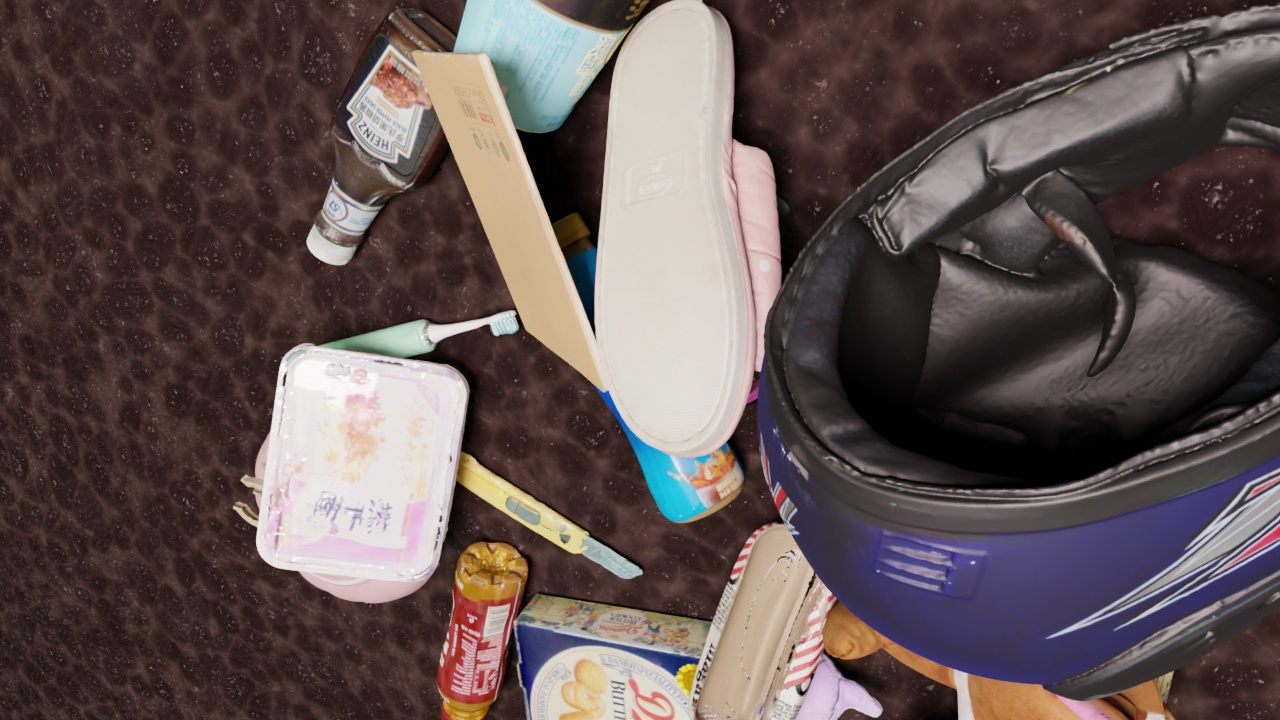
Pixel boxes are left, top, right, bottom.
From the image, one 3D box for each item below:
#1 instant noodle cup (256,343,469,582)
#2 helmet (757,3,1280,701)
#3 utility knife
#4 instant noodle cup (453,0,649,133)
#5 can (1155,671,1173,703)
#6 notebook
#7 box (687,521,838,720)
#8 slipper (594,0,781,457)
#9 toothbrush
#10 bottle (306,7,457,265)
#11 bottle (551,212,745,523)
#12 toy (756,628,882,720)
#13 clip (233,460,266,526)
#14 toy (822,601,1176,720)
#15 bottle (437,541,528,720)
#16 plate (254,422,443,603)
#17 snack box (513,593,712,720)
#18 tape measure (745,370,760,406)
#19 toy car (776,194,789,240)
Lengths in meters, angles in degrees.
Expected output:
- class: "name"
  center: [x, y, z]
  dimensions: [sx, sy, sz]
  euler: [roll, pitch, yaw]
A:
- class: "instant noodle cup"
  center: [-0.211, 0.075, 0.707]
  dimensions: [0.138, 0.060, 0.173]
  euler: [9, 100, -11]
- class: "helmet"
  center: [0.216, 0.014, 0.436]
  dimensions: [0.316, 0.247, 0.240]
  euler: [-30, 140, 12]
- class: "utility knife"
  center: [-0.085, 0.120, 0.732]
  dimensions: [0.198, 0.020, 0.031]
  euler: [27, 122, 7]
- class: "instant noodle cup"
  center: [-0.057, -0.207, 0.550]
  dimensions: [0.111, 0.111, 0.121]
  euler: [40, 128, 5]
- class: "can"
  center: [0.296, 0.188, 0.568]
  dimensions: [0.058, 0.058, 0.116]
  euler: [7, 112, 20]
- class: "notebook"
  center: [-0.082, -0.089, 0.572]
  dimensions: [0.148, 0.008, 0.208]
  euler: [34, 148, 58]
- class: "box"
  center: [0.083, 0.191, 0.638]
  dimensions: [0.087, 0.076, 0.163]
  euler: [19, 96, 15]
- class: "slipper"
  center: [0.028, -0.079, 0.535]
  dimensions: [0.114, 0.054, 0.274]
  euler: [-14, 72, 40]
- class: "toothbrush"
  center: [-0.190, -0.014, 0.716]
  dimensions: [0.225, 0.026, 0.027]
  euler: [-11, 102, 26]
- class: "bottle"
  center: [-0.185, -0.149, 0.654]
  dimensions: [0.080, 0.043, 0.195]
  euler: [40, 120, 1]
- class: "bottle"
  center: [-0.004, 0.004, 0.621]
  dimensions: [0.065, 0.065, 0.218]
  euler: [-24, 99, 28]
- class: "toy"
  center: [0.121, 0.255, 0.676]
  dimensions: [0.084, 0.038, 0.108]
  euler: [42, 120, 25]
- class: "clip"
  center: [-0.280, 0.115, 0.753]
  dimensions: [0.105, 0.034, 0.082]
  euler: [16, 115, 12]
- class: "toy"
  center: [0.207, 0.182, 0.535]
  dimensions: [0.200, 0.140, 0.130]
  euler: [14, 88, 47]
- class: "bottle"
  center: [-0.136, 0.236, 0.769]
  dimensions: [0.057, 0.057, 0.175]
  euler: [21, 116, 14]
- class: "plate"
  center: [-0.262, 0.132, 0.793]
  dimensions: [0.193, 0.038, 0.193]
  euler: [8, 112, 20]
- class: "snack box"
  center: [-0.005, 0.288, 0.740]
  dimensions: [0.183, 0.045, 0.178]
  euler: [3, 111, 22]
- class: "tape measure"
  center: [0.064, 0.002, 0.607]
  dimensions: [0.058, 0.039, 0.057]
  euler: [43, 119, 3]
- class: "toy car"
  center: [0.053, -0.074, 0.580]
  dimensions: [0.091, 0.043, 0.036]
  euler: [-49, 52, 22]
